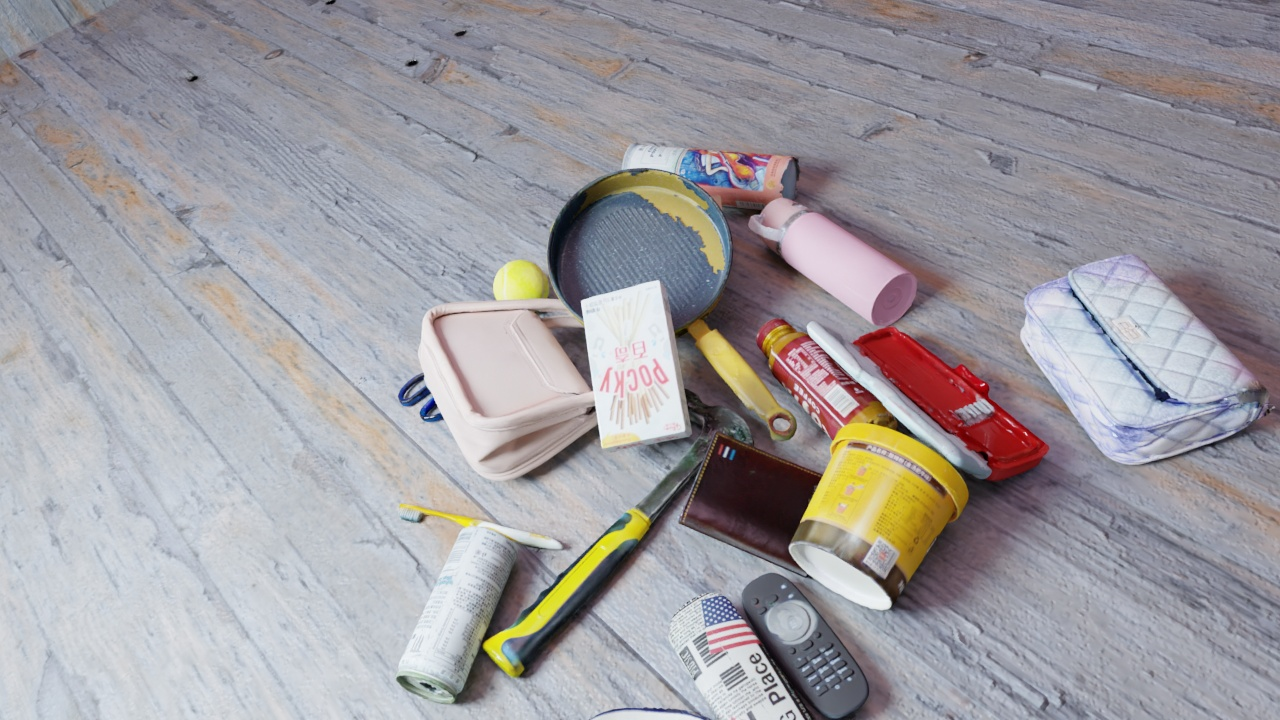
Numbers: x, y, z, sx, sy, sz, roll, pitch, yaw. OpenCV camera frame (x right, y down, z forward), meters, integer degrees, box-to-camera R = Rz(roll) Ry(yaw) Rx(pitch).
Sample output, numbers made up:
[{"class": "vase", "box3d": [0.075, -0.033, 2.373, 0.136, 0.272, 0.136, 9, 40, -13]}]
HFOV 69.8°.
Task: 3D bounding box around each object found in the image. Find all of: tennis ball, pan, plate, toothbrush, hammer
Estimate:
[{"class": "tennis ball", "box3d": [-0.141, -0.086, 1.086, 0.065, 0.065, 0.065, -8, 46, 9]}, {"class": "pan", "box3d": [0.043, -0.055, 0.944, 0.197, 0.078, 0.357, -34, 73, -6]}, {"class": "plate", "box3d": [0.001, 0.354, 0.651, 0.205, 0.046, 0.204, -8, 46, 8]}, {"class": "toothbrush", "box3d": [-0.160, 0.164, 0.895, 0.192, 0.016, 0.018, 8, 62, 24]}, {"class": "hammer", "box3d": [-0.012, 0.159, 0.845, 0.126, 0.032, 0.322, 28, 61, 36]}]

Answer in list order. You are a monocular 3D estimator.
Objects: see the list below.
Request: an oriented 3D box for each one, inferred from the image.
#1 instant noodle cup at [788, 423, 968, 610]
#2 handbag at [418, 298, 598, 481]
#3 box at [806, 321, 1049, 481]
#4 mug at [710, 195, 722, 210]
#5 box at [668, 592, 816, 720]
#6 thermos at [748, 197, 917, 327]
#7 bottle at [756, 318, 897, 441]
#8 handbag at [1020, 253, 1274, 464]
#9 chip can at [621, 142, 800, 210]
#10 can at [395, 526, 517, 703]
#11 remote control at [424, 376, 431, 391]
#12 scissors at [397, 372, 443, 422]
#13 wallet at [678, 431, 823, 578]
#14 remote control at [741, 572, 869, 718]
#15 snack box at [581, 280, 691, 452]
[{"class": "instant noodle cup", "box3d": [0.190, 0.131, 0.757, 0.118, 0.118, 0.114, 22, 65, 32]}, {"class": "handbag", "box3d": [-0.101, 0.008, 0.967, 0.233, 0.094, 0.193, -18, 49, -23]}, {"class": "box", "box3d": [0.253, 0.033, 0.833, 0.161, 0.058, 0.201, 2, 34, -38]}, {"class": "mug", "box3d": [0.045, -0.151, 1.079, 0.103, 0.084, 0.124, -5, 12, 5]}, {"class": "box", "box3d": [0.081, 0.256, 0.726, 0.068, 0.052, 0.164, -20, 46, -17]}, {"class": "thermos", "box3d": [0.201, -0.114, 1.002, 0.087, 0.067, 0.198, -4, 36, -39]}, {"class": "bottle", "box3d": [0.175, 0.022, 0.897, 0.057, 0.057, 0.175, -28, 47, -10]}, {"class": "handbag", "box3d": [0.445, -0.006, 0.832, 0.134, 0.076, 0.193, -17, 46, 0]}, {"class": "chip can", "box3d": [0.087, -0.228, 1.148, 0.215, 0.071, 0.071, 11, 52, 24]}, {"class": "can", "box3d": [-0.160, 0.222, 0.811, 0.058, 0.058, 0.146, 4, 50, 20]}, {"class": "remote control", "box3d": [-0.178, 0.048, 0.994, 0.056, 0.019, 0.135, -32, 54, -22]}, {"class": "scissors", "box3d": [-0.196, 0.010, 1.051, 0.172, 0.012, 0.132, -22, 45, -4]}, {"class": "wallet", "box3d": [0.106, 0.127, 0.819, 0.122, 0.020, 0.096, 22, 65, 9]}, {"class": "remote control", "box3d": [0.131, 0.230, 0.741, 0.053, 0.024, 0.136, -30, 46, -10]}, {"class": "snack box", "box3d": [-0.005, 0.005, 0.898, 0.085, 0.027, 0.156, -13, 72, 13]}]
